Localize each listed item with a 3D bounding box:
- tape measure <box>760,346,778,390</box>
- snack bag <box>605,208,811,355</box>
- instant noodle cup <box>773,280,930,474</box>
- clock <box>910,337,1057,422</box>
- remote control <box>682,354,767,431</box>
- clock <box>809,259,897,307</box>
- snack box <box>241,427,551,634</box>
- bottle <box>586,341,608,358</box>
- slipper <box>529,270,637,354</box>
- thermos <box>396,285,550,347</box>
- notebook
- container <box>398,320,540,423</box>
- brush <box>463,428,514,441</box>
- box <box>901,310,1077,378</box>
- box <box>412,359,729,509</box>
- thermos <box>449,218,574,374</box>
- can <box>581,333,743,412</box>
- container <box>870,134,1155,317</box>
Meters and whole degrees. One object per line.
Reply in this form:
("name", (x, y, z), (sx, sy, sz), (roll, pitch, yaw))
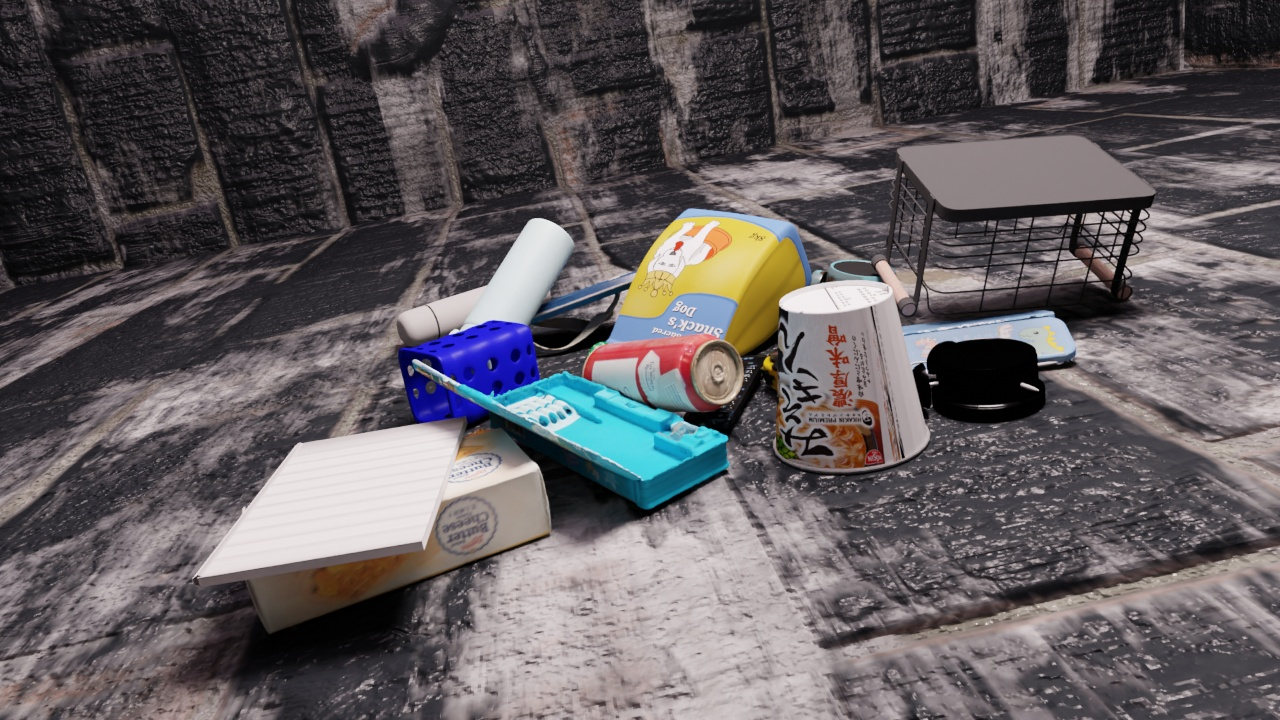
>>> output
("tape measure", (0.149, 0.002, 0.868), (0.067, 0.038, 0.062), (-27, 16, -10))
("snack bag", (0.067, -0.064, 1.010), (0.159, 0.102, 0.204), (17, 57, 41))
("instant noodle cup", (0.159, 0.007, 0.721), (0.123, 0.122, 0.123), (-9, 18, 3))
("clock", (0.276, 0.013, 0.767), (0.121, 0.042, 0.091), (4, 23, 37))
("remote control", (0.082, 0.031, 0.859), (0.047, 0.022, 0.150), (-2, 21, 23))
("clock", (0.237, -0.082, 1.053), (0.124, 0.053, 0.090), (2, 21, 1))
("snack box", (-0.179, 0.118, 0.675), (0.207, 0.057, 0.104), (-17, 19, -19))
("bottle", (-0.006, 0.006, 0.947), (0.111, 0.043, 0.043), (8, 25, 43))
("slipper", (-0.102, -0.048, 1.148), (0.295, 0.060, 0.118), (-20, 10, 14))
("thermos", (-0.235, -0.073, 1.297), (0.223, 0.052, 0.052), (-22, 21, -32))
("notebook", (-0.208, 0.092, 0.657), (0.142, 0.009, 0.209), (-10, 18, 0))
("container", (-0.174, 0.013, 0.949), (0.113, 0.085, 0.085), (-24, 23, -40))
("brush", (-0.165, 0.093, 0.806), (0.048, 0.017, 0.126), (2, 22, 34))
("box", (0.291, -0.018, 0.873), (0.209, 0.034, 0.127), (-8, 17, 12))
("box", (-0.064, 0.057, 0.750), (0.181, 0.072, 0.227), (4, 10, -42))
("thermos", (-0.152, -0.069, 1.073), (0.078, 0.065, 0.206), (26, 67, 6))
("can", (0.016, 0.013, 0.827), (0.067, 0.067, 0.170), (-23, 11, -35))
("container", (0.378, -0.136, 0.948), (0.241, 0.130, 0.162), (-4, 34, -2))
